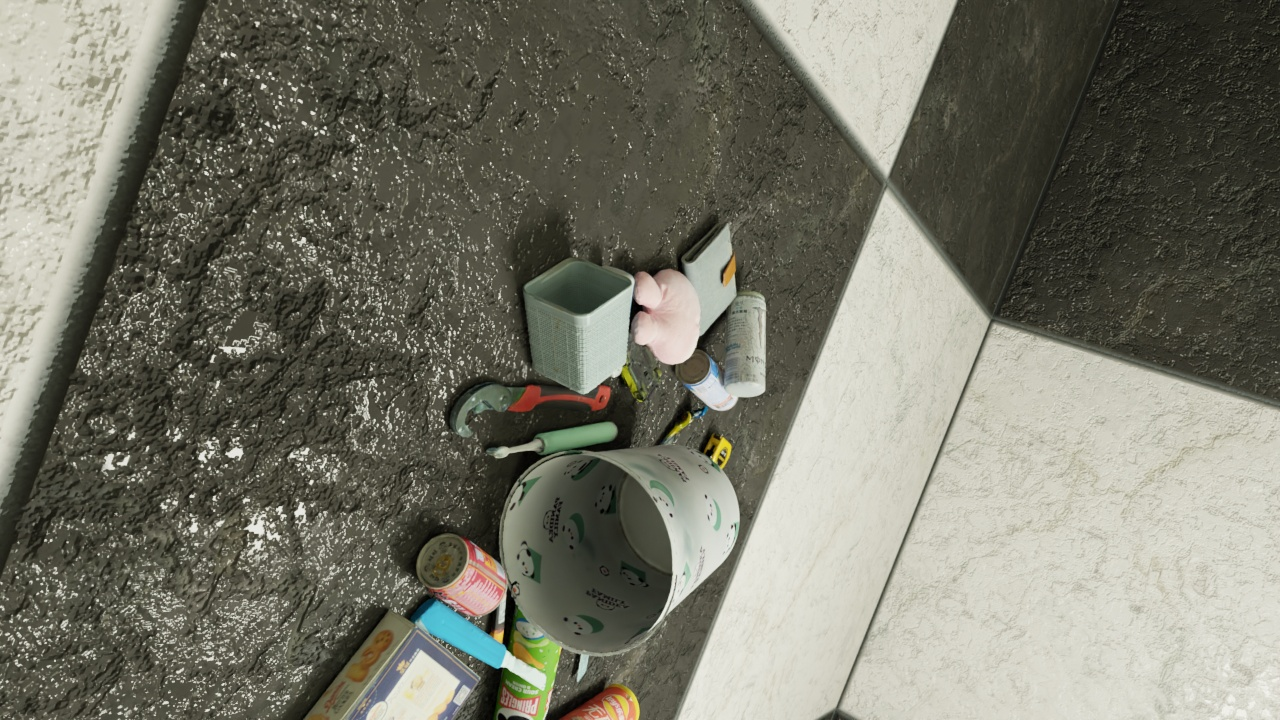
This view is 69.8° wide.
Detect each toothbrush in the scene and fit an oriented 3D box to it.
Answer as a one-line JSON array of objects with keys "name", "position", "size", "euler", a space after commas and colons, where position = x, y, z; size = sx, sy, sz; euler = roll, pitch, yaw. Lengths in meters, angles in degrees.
[{"name": "toothbrush", "position": [-0.099, 0.096, 1.083], "size": [0.224, 0.027, 0.026], "euler": [-5, 100, -57]}]

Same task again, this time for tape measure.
[{"name": "tape measure", "position": [0.119, 0.148, 1.461], "size": [0.057, 0.029, 0.060], "euler": [-63, 150, -10]}]

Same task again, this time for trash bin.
[{"name": "trash bin", "position": [-0.008, 0.209, 1.124], "size": [0.251, 0.230, 0.230], "euler": [-5, 113, -63]}]

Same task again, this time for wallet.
[{"name": "wallet", "position": [0.098, -0.111, 1.253], "size": [0.106, 0.037, 0.130], "euler": [-45, 143, -32]}]

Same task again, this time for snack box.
[{"name": "snack box", "position": [-0.271, 0.380, 0.976], "size": [0.177, 0.046, 0.183], "euler": [-53, 147, -23]}]

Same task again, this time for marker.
[{"name": "marker", "position": [-0.174, 0.313, 1.119], "size": [0.018, 0.015, 0.124], "euler": [-18, 121, -55]}]

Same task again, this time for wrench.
[{"name": "wrench", "position": [-0.114, 0.047, 1.037], "size": [0.272, 0.016, 0.056], "euler": [-4, 113, -57]}]

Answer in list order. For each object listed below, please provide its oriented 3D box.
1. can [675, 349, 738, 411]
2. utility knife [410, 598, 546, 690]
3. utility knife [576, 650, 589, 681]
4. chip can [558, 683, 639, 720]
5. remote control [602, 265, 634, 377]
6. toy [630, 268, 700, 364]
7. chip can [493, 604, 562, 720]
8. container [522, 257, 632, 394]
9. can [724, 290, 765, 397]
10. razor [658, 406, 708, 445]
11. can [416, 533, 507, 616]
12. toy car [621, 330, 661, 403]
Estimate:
[{"name": "can", "position": [0.099, 0.031, 1.328], "size": [0.053, 0.053, 0.134], "euler": [-63, 150, -8]}, {"name": "utility knife", "position": [-0.177, 0.335, 1.061], "size": [0.234, 0.018, 0.034], "euler": [48, 63, -39]}, {"name": "utility knife", "position": [-0.069, 0.376, 1.321], "size": [0.030, 0.021, 0.202], "euler": [-10, 111, -50]}, {"name": "chip can", "position": [-0.090, 0.551, 1.352], "size": [0.216, 0.073, 0.073], "euler": [-10, 117, -55]}, {"name": "remote control", "position": [-0.038, -0.046, 1.066], "size": [0.024, 0.049, 0.125], "euler": [-21, 126, -49]}, {"name": "toy", "position": [0.028, -0.059, 1.145], "size": [0.159, 0.054, 0.121], "euler": [15, 74, -61]}, {"name": "chip can", "position": [-0.142, 0.395, 1.167], "size": [0.072, 0.072, 0.236], "euler": [-11, 118, -55]}, {"name": "container", "position": [-0.067, -0.035, 0.991], "size": [0.089, 0.090, 0.112], "euler": [-38, 142, -40]}, {"name": "can", "position": [0.150, -0.023, 1.317], "size": [0.058, 0.058, 0.146], "euler": [45, 44, -58]}, {"name": "razor", "position": [0.042, 0.115, 1.328], "size": [0.142, 0.022, 0.043], "euler": [-48, -172, -25]}, {"name": "can", "position": [-0.191, 0.229, 0.983], "size": [0.066, 0.066, 0.094], "euler": [-57, 148, -18]}, {"name": "toy car", "position": [-0.007, 0.007, 1.167], "size": [0.048, 0.032, 0.105], "euler": [-53, 135, -33]}]
